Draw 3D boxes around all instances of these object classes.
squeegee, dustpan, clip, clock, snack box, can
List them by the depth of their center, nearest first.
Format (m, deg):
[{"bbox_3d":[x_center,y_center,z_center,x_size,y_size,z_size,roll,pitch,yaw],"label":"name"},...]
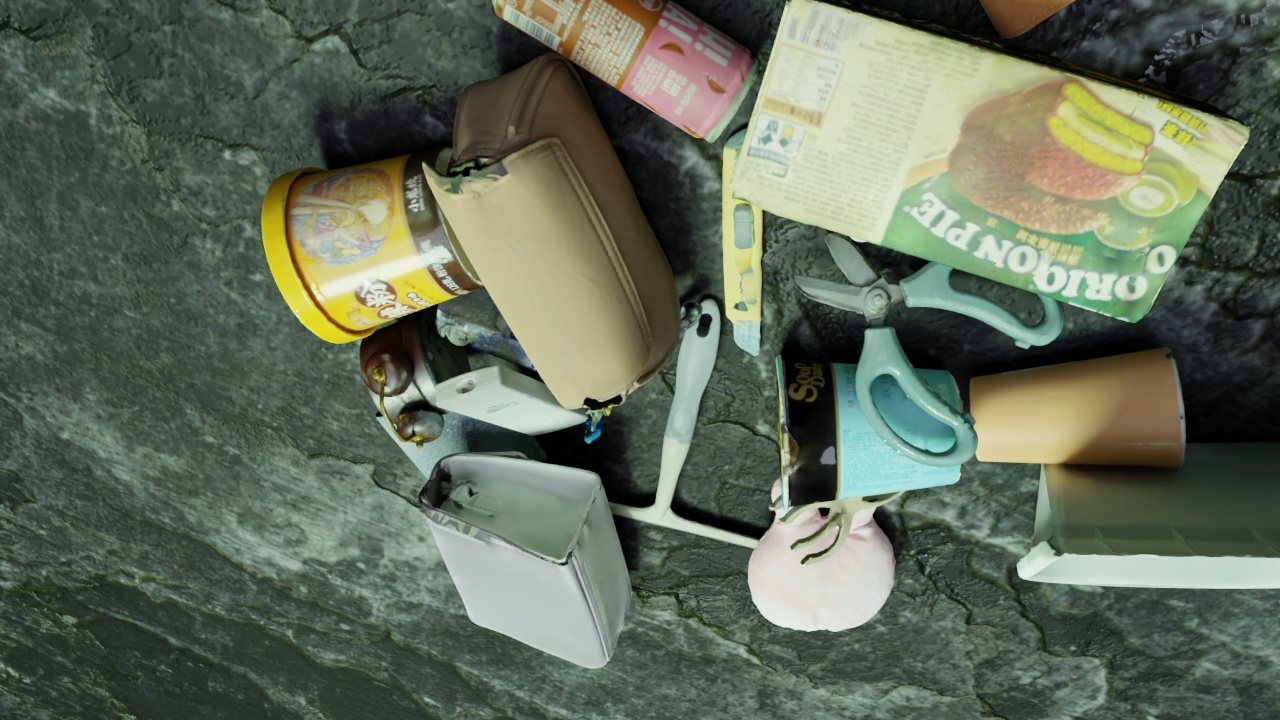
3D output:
[{"bbox_3d":[0.179,-0.115,0.504,0.240,0.063,0.115,17,119,4],"label":"snack box"},{"bbox_3d":[-0.008,-0.185,0.519,0.147,0.057,0.058,29,128,-10],"label":"can"},{"bbox_3d":[0.362,0.138,0.597,0.223,0.257,0.143,-2,103,15],"label":"dustpan"},{"bbox_3d":[-0.166,0.012,0.673,0.055,0.121,0.082,-18,121,10],"label":"clock"},{"bbox_3d":[0.140,0.100,0.680,0.089,0.035,0.104,40,97,-15],"label":"clip"},{"bbox_3d":[0.030,0.061,0.713,0.246,0.039,0.247,13,129,3],"label":"squeegee"}]

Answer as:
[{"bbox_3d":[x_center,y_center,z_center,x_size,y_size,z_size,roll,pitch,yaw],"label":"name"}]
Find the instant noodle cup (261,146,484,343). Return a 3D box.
[{"bbox_3d":[-0.164,-0.081,0.607,0.114,0.118,0.118,-13,123,12],"label":"instant noodle cup"}]

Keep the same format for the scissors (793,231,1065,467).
[{"bbox_3d":[0.191,-0.029,0.587,0.177,0.019,0.174,-31,82,3],"label":"scissors"}]

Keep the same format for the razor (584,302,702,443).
[{"bbox_3d":[-0.004,0.004,0.667,0.022,0.042,0.143,29,126,-23],"label":"razor"}]

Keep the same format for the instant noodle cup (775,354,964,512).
[{"bbox_3d":[0.157,0.049,0.638,0.120,0.111,0.111,-2,127,8],"label":"instant noodle cup"}]

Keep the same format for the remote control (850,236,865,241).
[{"bbox_3d":[0.193,-0.102,0.559,0.136,0.020,0.056,-1,127,14],"label":"remote control"}]

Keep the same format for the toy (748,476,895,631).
[{"bbox_3d":[0.149,0.152,0.740,0.121,0.054,0.160,-1,116,-4],"label":"toy"}]

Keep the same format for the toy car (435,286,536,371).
[{"bbox_3d":[-0.088,-0.024,0.666,0.120,0.054,0.037,19,131,0],"label":"toy car"}]

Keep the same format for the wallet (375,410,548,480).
[{"bbox_3d":[-0.149,0.063,0.773,0.121,0.019,0.097,-18,123,24],"label":"wallet"}]

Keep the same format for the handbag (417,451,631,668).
[{"bbox_3d":[-0.091,0.163,0.767,0.145,0.098,0.197,8,141,15],"label":"handbag"}]

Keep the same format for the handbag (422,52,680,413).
[{"bbox_3d":[-0.051,-0.071,0.560,0.100,0.147,0.204,-16,117,22],"label":"handbag"}]

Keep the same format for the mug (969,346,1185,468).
[{"bbox_3d":[0.286,0.035,0.611,0.123,0.078,0.078,-5,126,23],"label":"mug"}]

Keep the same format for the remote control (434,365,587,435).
[{"bbox_3d":[-0.091,0.032,0.682,0.056,0.019,0.135,-17,160,21],"label":"remote control"}]

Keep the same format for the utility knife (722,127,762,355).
[{"bbox_3d":[0.071,-0.076,0.616,0.031,0.019,0.175,7,133,16],"label":"utility knife"}]

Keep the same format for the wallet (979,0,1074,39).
[{"bbox_3d":[0.196,-0.240,0.446,0.108,0.031,0.132,-27,118,31],"label":"wallet"}]
